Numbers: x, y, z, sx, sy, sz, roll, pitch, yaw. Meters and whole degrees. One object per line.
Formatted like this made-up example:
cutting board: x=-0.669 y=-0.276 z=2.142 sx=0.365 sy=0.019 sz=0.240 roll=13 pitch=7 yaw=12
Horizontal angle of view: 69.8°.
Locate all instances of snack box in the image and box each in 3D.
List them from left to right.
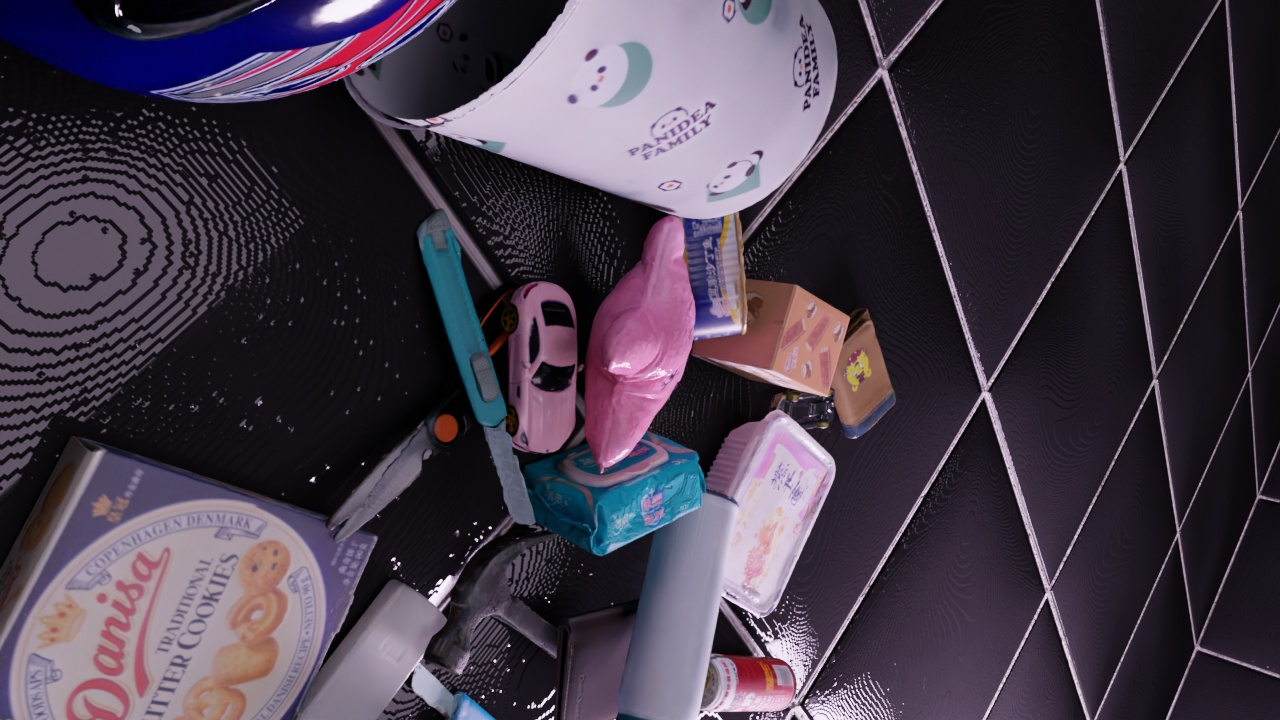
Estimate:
snack box: x=-0.268 y=0.157 z=0.522 sx=0.182 sy=0.046 sz=0.177 roll=32 pitch=76 yaw=-44
snack box: x=0.117 y=-0.023 z=0.820 sx=0.094 sy=0.093 sz=0.077 roll=21 pitch=84 yaw=-45

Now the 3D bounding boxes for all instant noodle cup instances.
instant noodle cup: x=0.104 y=0.141 z=0.871 sx=0.138 sy=0.060 sz=0.173 roll=40 pitch=70 yaw=-42

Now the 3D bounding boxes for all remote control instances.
remote control: x=-0.196 y=0.223 z=0.624 sx=0.149 sy=0.021 sz=0.058 roll=-53 pitch=133 yaw=-22

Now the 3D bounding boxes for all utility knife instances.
utility knife: x=-0.108 y=0.006 z=0.617 sx=0.029 sy=0.013 sz=0.223 roll=-19 pitch=93 yaw=-33
utility knife: x=-0.122 y=0.292 z=0.715 sx=0.034 sy=0.018 sz=0.194 roll=-58 pitch=133 yaw=-34

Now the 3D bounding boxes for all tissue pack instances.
tissue pack: x=-0.023 y=0.098 z=0.714 sx=0.133 sy=0.093 sz=0.050 roll=-19 pitch=116 yaw=-41

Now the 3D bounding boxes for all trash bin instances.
trash bin: x=-0.016 y=-0.208 z=0.566 sx=0.251 sy=0.230 sz=0.229 roll=15 pitch=89 yaw=-50

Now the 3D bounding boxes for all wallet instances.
wallet: x=-0.024 y=0.247 z=0.747 sx=0.122 sy=0.020 sz=0.096 roll=4 pitch=89 yaw=-51
wallet: x=0.235 y=0.014 z=0.989 sx=0.090 sy=0.033 sz=0.115 roll=-42 pitch=122 yaw=-28

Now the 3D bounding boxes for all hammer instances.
hammer: x=-0.046 y=0.247 z=0.759 sx=0.323 sy=0.032 sz=0.125 roll=51 pitch=54 yaw=-41

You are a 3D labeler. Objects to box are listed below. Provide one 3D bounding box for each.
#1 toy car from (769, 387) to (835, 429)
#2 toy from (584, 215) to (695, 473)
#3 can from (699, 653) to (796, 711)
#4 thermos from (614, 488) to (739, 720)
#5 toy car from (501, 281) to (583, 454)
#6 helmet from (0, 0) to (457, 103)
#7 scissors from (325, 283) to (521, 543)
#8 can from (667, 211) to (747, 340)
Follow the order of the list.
toy car: x=0.160 y=0.048 z=0.920 sx=0.090 sy=0.035 sz=0.042 roll=-7 pitch=103 yaw=-43
toy: x=-0.004 y=0.004 z=0.688 sx=0.195 sy=0.074 sz=0.178 roll=91 pitch=18 yaw=-68
can: x=0.098 y=0.320 z=0.911 sx=0.132 sy=0.053 sz=0.053 roll=22 pitch=84 yaw=-45
thermos: x=0.028 y=0.218 z=0.739 sx=0.073 sy=0.073 sz=0.223 roll=35 pitch=60 yaw=-43
toy car: x=-0.067 y=0.005 z=0.648 sx=0.056 sy=0.037 sz=0.122 roll=2 pitch=86 yaw=-45
helmet: x=-0.154 y=-0.246 z=0.367 sx=0.316 sy=0.247 sz=0.240 roll=-31 pitch=141 yaw=10
scissors: x=-0.135 y=0.025 z=0.618 sx=0.234 sy=0.022 sz=0.143 roll=-22 pitch=103 yaw=-46
can: x=0.054 y=-0.089 z=0.748 sx=0.049 sy=0.074 sz=0.148 roll=-8 pitch=106 yaw=-3
